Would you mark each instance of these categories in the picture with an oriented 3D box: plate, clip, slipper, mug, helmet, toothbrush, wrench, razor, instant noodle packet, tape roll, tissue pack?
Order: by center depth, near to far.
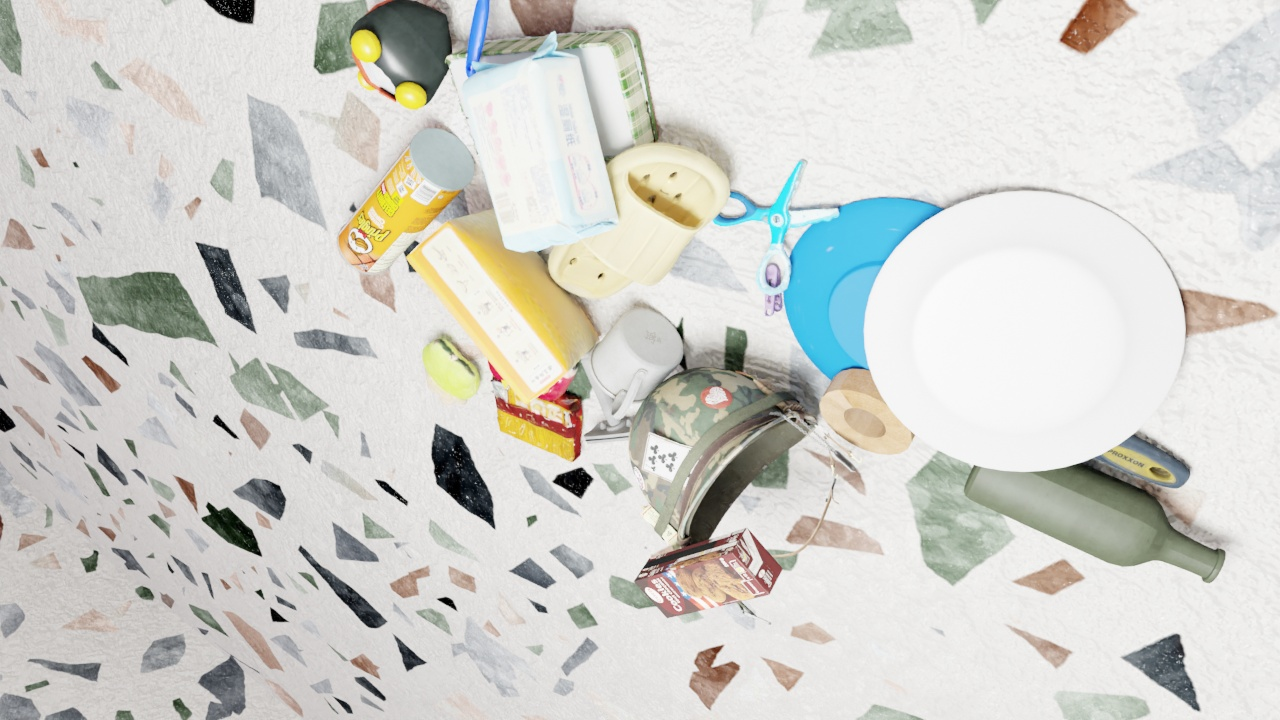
[{"bbox_3d":[0.305,-0.016,0.748,0.243,0.016,0.243,9,114,20],"label":"plate"},{"bbox_3d":[0.339,0.040,0.794,0.273,0.022,0.074,26,133,9],"label":"wrench"},{"bbox_3d":[-0.091,-0.192,0.828,0.112,0.069,0.182,-2,105,47],"label":"tissue pack"},{"bbox_3d":[-0.140,-0.347,0.830,0.016,0.018,0.183,28,116,26],"label":"toothbrush"},{"bbox_3d":[0.230,-0.038,0.830,0.224,0.024,0.225,20,132,23],"label":"plate"},{"bbox_3d":[0.222,0.050,0.884,0.094,0.027,0.094,28,151,16],"label":"tape roll"},{"bbox_3d":[0.130,-0.065,0.891,0.014,0.046,0.050,6,82,30],"label":"clip"},{"bbox_3d":[-0.020,-0.114,0.892,0.111,0.079,0.262,29,147,-18],"label":"slipper"},{"bbox_3d":[0.094,0.113,0.918,0.236,0.192,0.224,43,180,4],"label":"helmet"},{"bbox_3d":[-0.006,0.006,0.978,0.084,0.113,0.071,23,138,-17],"label":"mug"},{"bbox_3d":[-0.043,0.041,1.087,0.088,0.047,0.116,-9,109,41],"label":"razor"},{"bbox_3d":[-0.133,0.069,1.173,0.135,0.039,0.099,20,132,21],"label":"instant noodle packet"}]

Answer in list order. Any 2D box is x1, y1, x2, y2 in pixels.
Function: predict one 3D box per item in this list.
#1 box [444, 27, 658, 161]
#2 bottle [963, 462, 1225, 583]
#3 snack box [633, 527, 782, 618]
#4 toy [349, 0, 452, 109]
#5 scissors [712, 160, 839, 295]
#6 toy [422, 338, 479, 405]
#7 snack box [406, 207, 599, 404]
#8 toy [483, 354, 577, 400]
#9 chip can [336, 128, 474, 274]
[{"bbox_3d":[-0.086,-0.251,0.882,0.206,0.050,0.118,7,129,33],"label":"box"},{"bbox_3d":[0.396,0.133,0.806,0.207,0.071,0.072,25,134,19],"label":"bottle"},{"bbox_3d":[0.059,0.197,0.843,0.051,0.031,0.141,49,137,-10],"label":"snack box"},{"bbox_3d":[-0.243,-0.310,0.920,0.097,0.099,0.119,47,164,-31],"label":"toy"},{"bbox_3d":[0.116,-0.130,0.846,0.134,0.012,0.134,36,132,21],"label":"scissors"},{"bbox_3d":[-0.257,0.021,1.224,0.092,0.046,0.115,42,144,3],"label":"toy"},{"bbox_3d":[-0.135,-0.068,0.986,0.081,0.145,0.195,-37,95,17],"label":"snack box"},{"bbox_3d":[-0.145,-0.002,1.111,0.137,0.067,0.106,41,129,10],"label":"toy"},{"bbox_3d":[-0.275,-0.178,1.059,0.075,0.075,0.216,51,137,-8],"label":"chip can"}]
